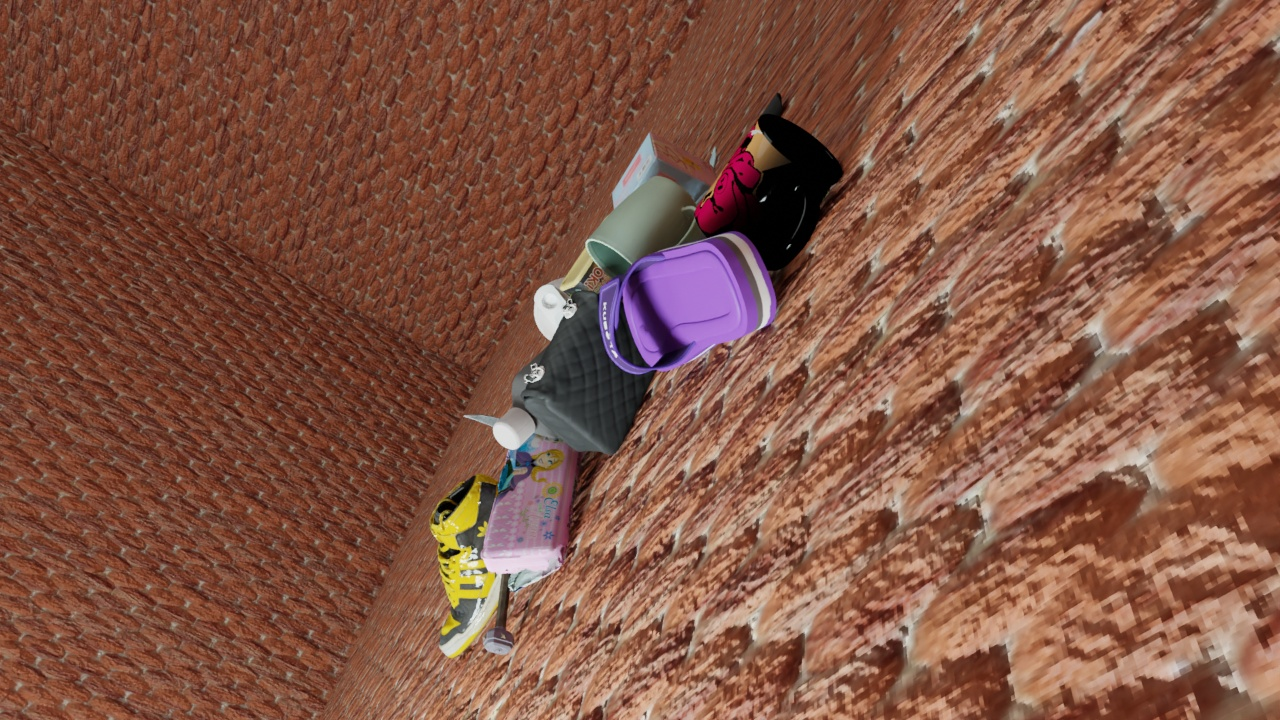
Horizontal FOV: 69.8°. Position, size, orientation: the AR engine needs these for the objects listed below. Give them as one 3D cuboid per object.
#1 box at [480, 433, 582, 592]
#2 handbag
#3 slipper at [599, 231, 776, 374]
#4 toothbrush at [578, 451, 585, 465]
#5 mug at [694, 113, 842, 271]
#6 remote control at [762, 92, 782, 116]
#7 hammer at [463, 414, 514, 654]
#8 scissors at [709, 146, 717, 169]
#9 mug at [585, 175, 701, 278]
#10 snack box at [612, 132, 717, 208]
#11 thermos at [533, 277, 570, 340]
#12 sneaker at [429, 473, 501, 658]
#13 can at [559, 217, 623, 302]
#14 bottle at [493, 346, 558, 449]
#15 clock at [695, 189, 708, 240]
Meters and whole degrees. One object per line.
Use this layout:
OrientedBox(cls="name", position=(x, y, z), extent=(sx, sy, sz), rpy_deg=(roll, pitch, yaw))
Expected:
OrientedBox(cls="box", position=(-0.109, 0.151, 1.020), extent=(0.229, 0.085, 0.071), rpy_deg=(-84, -13, -53))
OrientedBox(cls="handbag", position=(-0.063, 0.008, 0.981), extent=(0.115, 0.125, 0.153), rpy_deg=(4, 61, 52))
OrientedBox(cls="slipper", position=(0.014, -0.039, 0.802), extent=(0.084, 0.107, 0.267), rpy_deg=(-23, 3, -21))
OrientedBox(cls="toothbrush", position=(-0.068, 0.077, 1.130), extent=(0.027, 0.027, 0.222), rpy_deg=(79, -154, -52))
OrientedBox(cls="mug", position=(0.109, -0.127, 0.752), extent=(0.098, 0.081, 0.117), rpy_deg=(-53, 35, 33))
OrientedBox(cls="remote control", position=(0.129, -0.255, 1.107), extent=(0.147, 0.015, 0.033), rpy_deg=(-54, 13, 31))
OrientedBox(cls="hammer", position=(-0.150, 0.188, 1.045), extent=(0.028, 0.147, 0.316), rpy_deg=(-53, 24, 36))
OrientedBox(cls="scissors", position=(0.078, -0.188, 1.119), extent=(0.171, 0.013, 0.176), rpy_deg=(6, 75, 65))
OrientedBox(cls="mug", position=(0.016, -0.130, 0.941), extent=(0.104, 0.084, 0.111), rpy_deg=(-51, 38, -14))
OrientedBox(cls="snack box", position=(0.030, -0.201, 1.095), extent=(0.093, 0.094, 0.079), rpy_deg=(-55, 23, 28))
OrientedBox(cls="thermos", position=(-0.083, -0.080, 1.340), extent=(0.099, 0.099, 0.220), rpy_deg=(-58, -4, 16))
OrientedBox(cls="sneaker", position=(-0.222, 0.251, 1.148), extent=(0.238, 0.122, 0.086), rpy_deg=(-59, 10, 4))
OrientedBox(cls="can", position=(-0.024, -0.112, 1.159), extent=(0.130, 0.101, 0.073), rpy_deg=(-58, 18, -16))
OrientedBox(cls="bottle", position=(-0.100, 0.037, 1.038), extent=(0.173, 0.046, 0.084), rpy_deg=(-45, -42, -43))
OrientedBox(cls="clock", position=(0.062, -0.126, 1.010), extent=(0.122, 0.045, 0.159), rpy_deg=(-62, 13, -8))
